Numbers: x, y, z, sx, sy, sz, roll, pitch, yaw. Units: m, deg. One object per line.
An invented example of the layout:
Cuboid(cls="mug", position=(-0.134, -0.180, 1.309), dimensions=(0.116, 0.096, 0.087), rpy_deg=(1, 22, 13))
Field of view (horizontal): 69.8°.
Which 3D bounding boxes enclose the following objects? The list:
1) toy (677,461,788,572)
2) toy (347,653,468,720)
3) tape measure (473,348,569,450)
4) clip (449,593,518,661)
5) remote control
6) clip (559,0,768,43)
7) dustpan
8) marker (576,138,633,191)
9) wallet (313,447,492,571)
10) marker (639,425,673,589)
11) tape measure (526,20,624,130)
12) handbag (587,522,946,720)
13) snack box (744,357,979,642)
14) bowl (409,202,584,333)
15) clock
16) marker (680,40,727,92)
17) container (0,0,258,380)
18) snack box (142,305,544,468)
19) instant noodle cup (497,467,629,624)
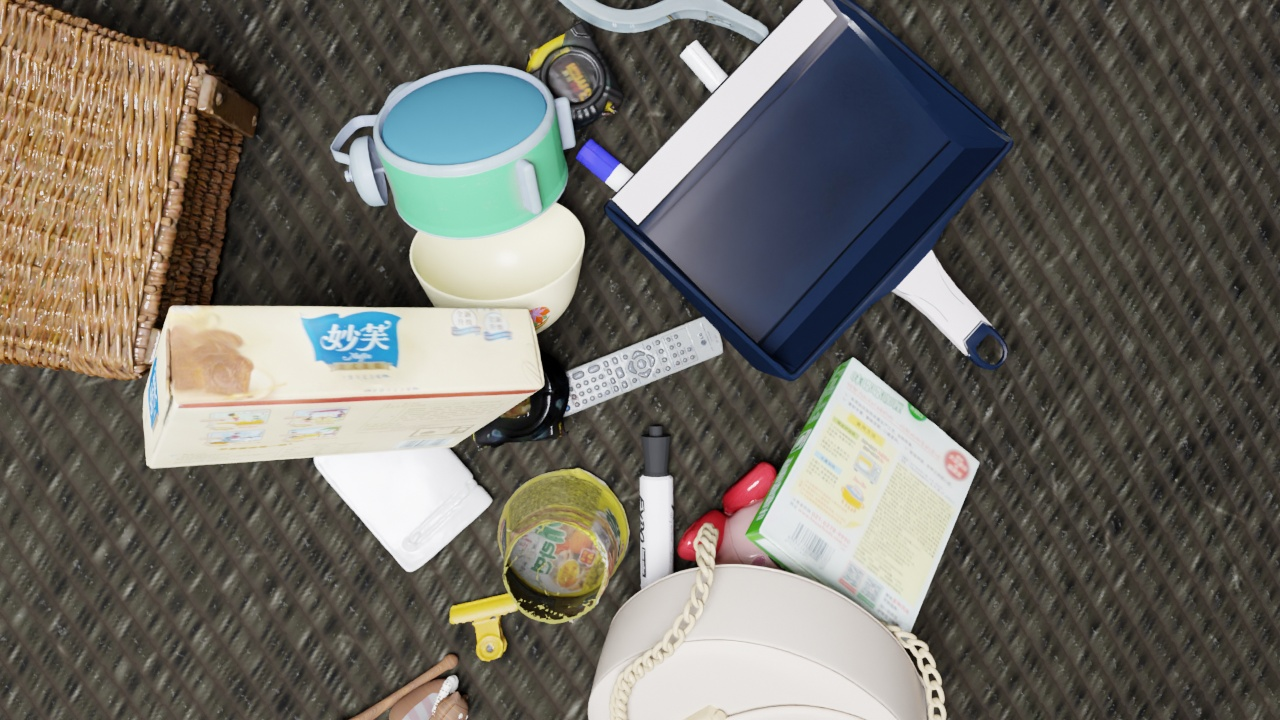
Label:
Cuboid(cls="toy", position=(0.106, 0.148, 0.687), dimensions=(0.131, 0.097, 0.124), rpy_deg=(44, 67, 9))
Cuboid(cls="toy", position=(-0.172, 0.265, 0.681), dimensions=(0.101, 0.042, 0.055), rpy_deg=(-32, 72, -10))
Cuboid(cls="tape measure", position=(-0.088, 0.026, 0.667), dimensions=(0.071, 0.042, 0.072), rpy_deg=(-6, 90, 16))
Cuboid(cls="clip", position=(-0.115, 0.203, 0.695), dimensions=(0.053, 0.035, 0.046), rpy_deg=(-12, 75, -5))
Cuboid(cls="remote control", position=(-0.004, 0.004, 0.691), dimensions=(0.136, 0.013, 0.033), rpy_deg=(-22, 95, -3))
Cuboid(cls="clip", position=(0.020, -0.293, 0.670), dimensions=(0.163, 0.028, 0.108), rpy_deg=(7, 94, -6))
Cuboid(cls="dustpan", position=(0.155, -0.095, 0.655), dimensions=(0.273, 0.080, 0.236), rpy_deg=(44, 86, -15))
Cuboid(cls="marker", position=(0.013, -0.112, 0.683), dimensions=(0.141, 0.020, 0.020), rpy_deg=(39, 90, -5))
Cuboid(cls="wallet", position=(-0.175, 0.089, 0.678), dimensions=(0.086, 0.032, 0.116), rpy_deg=(-37, 93, -12))
Cuboid(cls="marker", position=(0.012, 0.112, 0.693), dimensions=(0.025, 0.025, 0.126), rpy_deg=(-1, 93, -4))
Cuboid(cls="tape measure", position=(-0.052, -0.199, 0.667), dimensions=(0.062, 0.038, 0.067), rpy_deg=(-32, 98, -10))
Cuboid(cls="handbag", position=(0.076, 0.229, 0.632), dimensions=(0.208, 0.103, 0.211), rpy_deg=(34, 129, -12))
Cuboid(cls="snack box", position=(0.165, 0.099, 0.664), dimensions=(0.132, 0.027, 0.167), rpy_deg=(39, 59, -6))
Cuboid(cls="bowl", position=(-0.096, -0.053, 0.647), dimensions=(0.118, 0.117, 0.074), rpy_deg=(-6, 135, -4))
Cuboid(cls="clock", position=(-0.132, -0.143, 0.628), dimensions=(0.162, 0.075, 0.121), rpy_deg=(8, 50, 14))
Cuboid(cls="marker", position=(0.079, -0.183, 0.684), dimensions=(0.017, 0.020, 0.133), rpy_deg=(-40, 95, 18))
Cuboid(cls="container", position=(-0.368, -0.104, 0.591), dimensions=(0.183, 0.162, 0.250), rpy_deg=(12, 92, -10))
Cuboid(cls="snack box", position=(-0.187, 0.018, 0.568), dimensions=(0.207, 0.154, 0.055), rpy_deg=(-1, 73, -33))
Cuboid(cls="instant noodle cup", position=(-0.056, 0.134, 0.647), dimensions=(0.102, 0.108, 0.102), rpy_deg=(0, 93, -2))
